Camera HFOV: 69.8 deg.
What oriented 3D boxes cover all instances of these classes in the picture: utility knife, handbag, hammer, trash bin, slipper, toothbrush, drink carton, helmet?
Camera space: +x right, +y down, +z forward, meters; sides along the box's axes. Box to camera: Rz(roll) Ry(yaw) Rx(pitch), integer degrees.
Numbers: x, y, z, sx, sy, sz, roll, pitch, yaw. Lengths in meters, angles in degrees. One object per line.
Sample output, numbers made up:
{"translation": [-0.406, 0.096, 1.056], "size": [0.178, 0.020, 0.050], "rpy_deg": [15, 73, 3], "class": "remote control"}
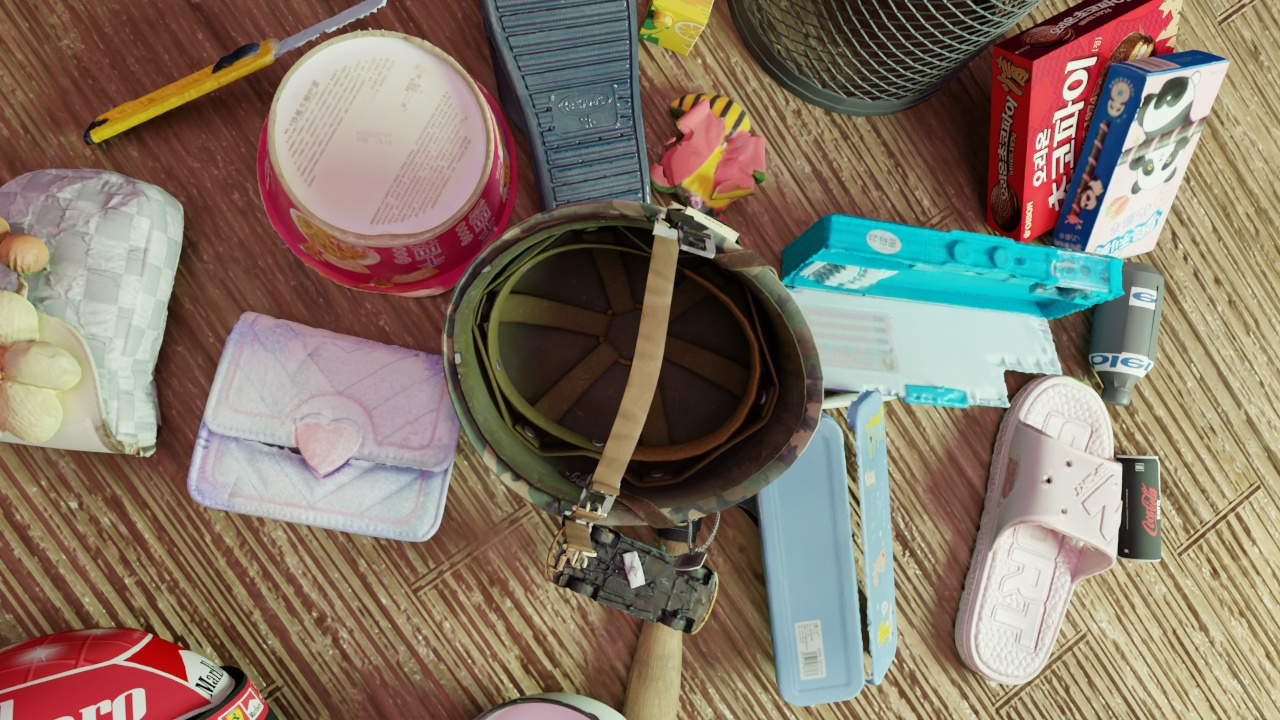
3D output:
{"translation": [-0.258, -0.186, 0.583], "size": [0.228, 0.019, 0.030], "rpy_deg": [-19, 51, 7], "class": "utility knife"}
{"translation": [-0.197, 0.044, 0.596], "size": [0.158, 0.069, 0.126], "rpy_deg": [13, 83, -7], "class": "handbag"}
{"translation": [0.016, 0.220, 0.642], "size": [0.132, 0.040, 0.305], "rpy_deg": [9, 86, -7], "class": "hammer"}
{"translation": [0.191, -0.305, 0.606], "size": [0.217, 0.227, 0.217], "rpy_deg": [1, 86, -11], "class": "trash bin"}
{"translation": [0.307, 0.128, 0.686], "size": [0.094, 0.064, 0.239], "rpy_deg": [19, 85, -9], "class": "slipper"}
{"translation": [0.108, 0.031, 0.679], "size": [0.189, 0.016, 0.017], "rpy_deg": [-5, 78, -11], "class": "toothbrush"}
{"translation": [0.037, -0.288, 0.662], "size": [0.041, 0.058, 0.122], "rpy_deg": [18, 83, -9], "class": "drink carton"}
{"translation": [-0.347, -0.034, 0.544], "size": [0.112, 0.123, 0.171], "rpy_deg": [6, 84, 5], "class": "handbag"}
{"translation": [-0.003, 0.003, 0.543], "size": [0.224, 0.236, 0.193], "rpy_deg": [20, 101, 10], "class": "helmet"}
{"translation": [-0.301, 0.260, 0.498], "size": [0.270, 0.198, 0.224], "rpy_deg": [-13, 89, -20], "class": "helmet"}
{"translation": [-0.051, -0.194, 0.637], "size": [0.101, 0.082, 0.264], "rpy_deg": [-16, 109, -11], "class": "slipper"}

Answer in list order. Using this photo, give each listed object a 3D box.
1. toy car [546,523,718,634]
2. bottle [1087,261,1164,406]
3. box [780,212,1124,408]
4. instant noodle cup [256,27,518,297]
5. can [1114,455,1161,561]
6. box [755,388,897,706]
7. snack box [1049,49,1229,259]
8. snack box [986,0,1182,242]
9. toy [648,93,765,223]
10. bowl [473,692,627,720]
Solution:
{"translation": [-0.006, 0.139, 0.604], "size": [0.112, 0.047, 0.047], "rpy_deg": [22, 88, -4], "class": "toy car"}
{"translation": [0.378, -0.020, 0.717], "size": [0.047, 0.047, 0.112], "rpy_deg": [12, 85, -10], "class": "bottle"}
{"translation": [0.219, -0.024, 0.661], "size": [0.226, 0.097, 0.117], "rpy_deg": [7, 80, -10], "class": "box"}
{"translation": [-0.168, -0.137, 0.606], "size": [0.178, 0.078, 0.178], "rpy_deg": [1, 86, -11], "class": "instant noodle cup"}
{"translation": [0.389, 0.115, 0.718], "size": [0.031, 0.031, 0.080], "rpy_deg": [2, 86, -11], "class": "can"}
{"translation": [0.138, 0.130, 0.630], "size": [0.122, 0.047, 0.209], "rpy_deg": [-13, 104, -25], "class": "box"}
{"translation": [0.365, -0.145, 0.678], "size": [0.087, 0.033, 0.154], "rpy_deg": [-15, 130, -22], "class": "snack box"}
{"translation": [0.322, -0.181, 0.675], "size": [0.132, 0.036, 0.152], "rpy_deg": [-28, 133, -11], "class": "snack box"}
{"translation": [0.049, -0.148, 0.666], "size": [0.084, 0.046, 0.103], "rpy_deg": [5, 81, 3], "class": "toy"}
{"translation": [-0.047, 0.286, 0.590], "size": [0.154, 0.072, 0.153], "rpy_deg": [-1, 87, 20], "class": "bowl"}
